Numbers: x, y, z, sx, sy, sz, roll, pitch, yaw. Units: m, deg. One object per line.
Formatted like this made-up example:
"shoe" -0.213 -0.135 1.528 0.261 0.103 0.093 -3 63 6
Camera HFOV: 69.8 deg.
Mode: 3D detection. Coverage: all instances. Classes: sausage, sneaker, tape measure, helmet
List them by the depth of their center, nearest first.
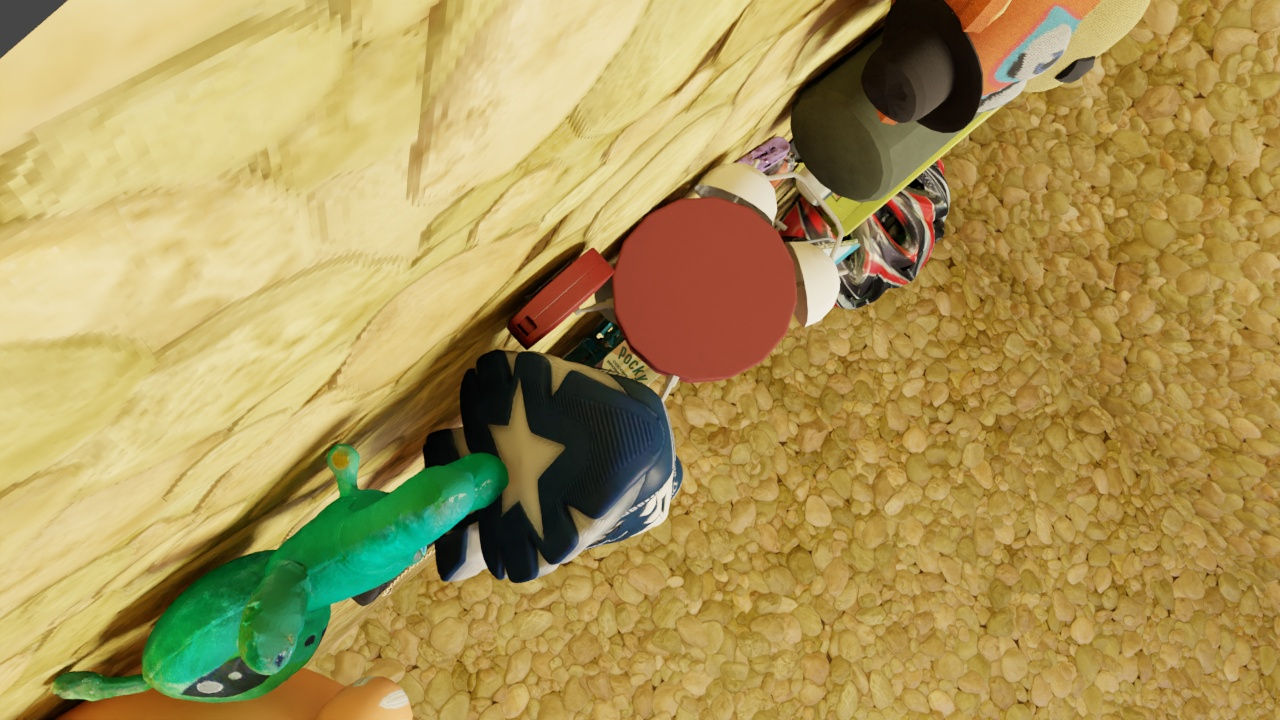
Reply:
"tape measure" -0.037 -0.028 0.413 0.051 0.019 0.059 -43 -176 -9
"sneaker" -0.028 0.058 0.484 0.132 0.103 0.270 -4 166 -25
"sausage" 0.062 -0.099 0.634 0.020 0.020 0.156 -39 177 -35
"helmet" 0.238 -0.153 0.998 0.217 0.167 0.272 -44 165 5

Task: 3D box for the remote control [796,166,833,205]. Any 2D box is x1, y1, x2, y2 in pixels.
"remote control" 0.156 -0.152 0.629 0.114 0.028 0.060 -41 177 14

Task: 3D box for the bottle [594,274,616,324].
"bottle" 0.018 -0.059 0.556 0.112 0.030 0.030 -38 176 -43

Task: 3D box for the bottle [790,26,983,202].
"bottle" 0.176 -0.172 0.507 0.206 0.071 0.071 -40 177 -17

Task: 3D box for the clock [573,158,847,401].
"clock" 0.041 -0.041 0.475 0.137 0.096 0.048 -38 178 -3

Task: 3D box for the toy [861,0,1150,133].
"toy" 0.161 -0.161 0.384 0.176 0.096 0.112 -29 176 -11

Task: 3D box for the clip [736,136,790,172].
"clip" 0.067 -0.115 0.532 0.051 0.014 0.045 -38 175 4

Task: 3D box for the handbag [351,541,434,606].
"handbag" -0.181 0.128 0.706 0.128 0.054 0.079 -44 -172 9

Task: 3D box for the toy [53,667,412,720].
"toy" -0.204 0.273 0.428 0.281 0.266 0.262 -60 166 28

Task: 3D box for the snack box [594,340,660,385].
"snack box" -0.004 0.004 0.639 0.186 0.031 0.100 -40 179 28

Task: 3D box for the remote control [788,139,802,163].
"remote control" 0.152 -0.178 0.652 0.146 0.015 0.033 -39 177 -36

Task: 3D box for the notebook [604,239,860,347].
"notebook" 0.063 -0.043 0.849 0.180 0.009 0.254 -11 165 -24

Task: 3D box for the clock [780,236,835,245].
"clock" 0.125 -0.091 0.873 0.123 0.044 0.091 -4 179 21

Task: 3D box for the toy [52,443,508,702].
"toy" -0.143 0.089 0.385 0.193 0.072 0.130 -32 177 11

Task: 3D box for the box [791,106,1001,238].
"box" 0.237 -0.202 0.797 0.221 0.080 0.124 -42 178 8

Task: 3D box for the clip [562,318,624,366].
"clip" -0.036 -0.008 0.704 0.120 0.027 0.103 -42 174 16
